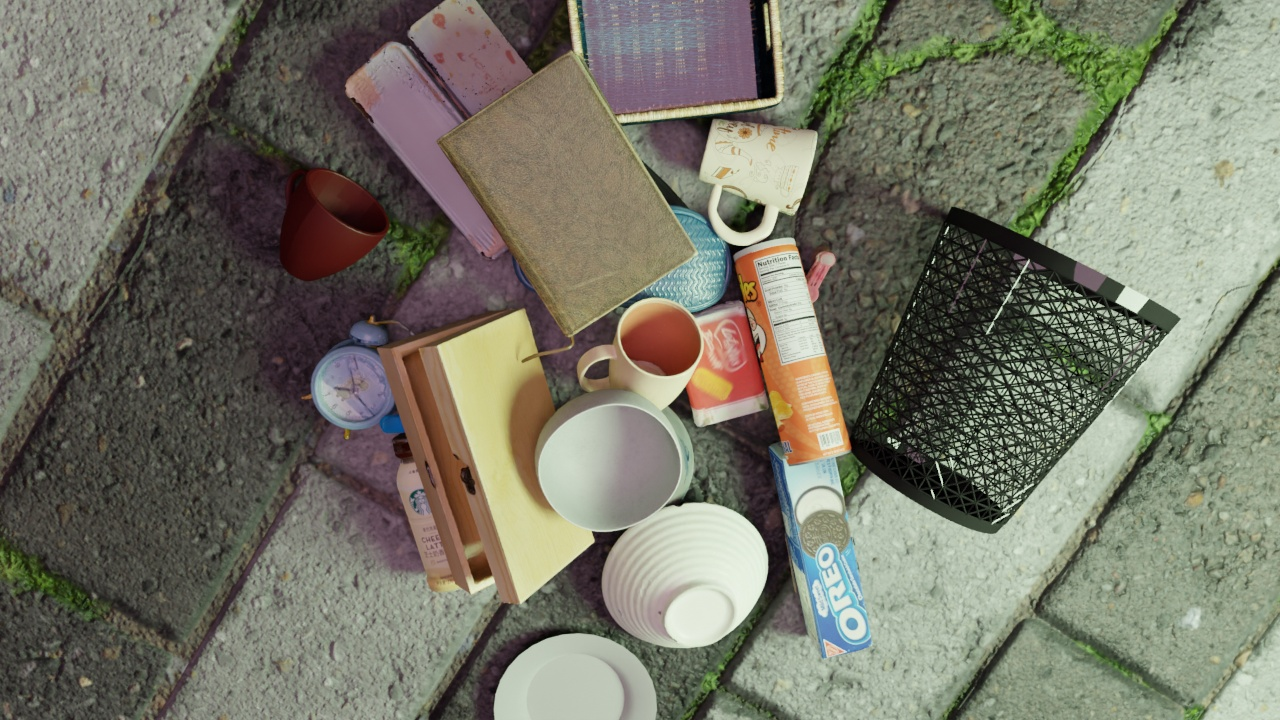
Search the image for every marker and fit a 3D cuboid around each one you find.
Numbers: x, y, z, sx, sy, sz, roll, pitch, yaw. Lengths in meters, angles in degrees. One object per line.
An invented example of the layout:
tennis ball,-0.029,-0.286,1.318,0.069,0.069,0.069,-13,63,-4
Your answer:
marker,-0.195,0.059,0.902,0.122,0.015,0.018,-1,113,-31

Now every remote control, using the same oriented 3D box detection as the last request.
remote control,0.010,-0.163,0.900,0.039,0.010,0.125,-41,100,4

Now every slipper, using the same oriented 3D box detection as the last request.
slipper,-0.016,-0.102,0.883,0.213,0.059,0.104,3,104,-10

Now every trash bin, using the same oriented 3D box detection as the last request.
trash bin,0.327,0.015,0.862,0.217,0.216,0.243,25,104,-8

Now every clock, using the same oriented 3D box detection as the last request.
clock,-0.265,0.014,0.894,0.124,0.051,0.089,-43,98,5

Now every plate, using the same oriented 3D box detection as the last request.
plate,-0.069,0.371,0.988,0.173,0.019,0.173,-1,100,-4

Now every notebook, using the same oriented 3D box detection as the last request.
notebook,-0.078,-0.131,0.820,0.190,0.034,0.215,-33,105,3

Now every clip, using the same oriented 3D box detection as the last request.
clip,0.175,-0.084,0.924,0.022,0.038,0.059,31,98,-5

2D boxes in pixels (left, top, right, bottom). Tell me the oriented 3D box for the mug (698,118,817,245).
mug,0.103,-0.169,0.872,0.097,0.081,0.122,14,91,1

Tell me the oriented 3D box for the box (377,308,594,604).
box,-0.131,0.085,0.865,0.140,0.123,0.249,-21,103,-28

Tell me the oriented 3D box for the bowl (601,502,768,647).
bowl,0.053,0.237,0.925,0.177,0.071,0.177,-4,114,-9

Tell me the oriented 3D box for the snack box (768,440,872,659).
snack box,0.186,0.192,0.953,0.059,0.059,0.226,-13,101,-5

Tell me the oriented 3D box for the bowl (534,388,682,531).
bowl,-0.031,0.086,0.852,0.131,0.064,0.132,-3,113,-7

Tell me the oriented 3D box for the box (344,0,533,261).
box,-0.153,-0.221,0.871,0.154,0.058,0.216,-38,100,5

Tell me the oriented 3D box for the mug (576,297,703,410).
mug,-0.005,0.005,0.873,0.111,0.104,0.085,-7,63,-14

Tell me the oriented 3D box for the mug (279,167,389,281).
mug,-0.304,-0.128,0.861,0.089,0.087,0.114,-44,72,22

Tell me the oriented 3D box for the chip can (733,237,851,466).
chip can,0.145,-0.008,0.883,0.062,0.062,0.210,-14,85,-1

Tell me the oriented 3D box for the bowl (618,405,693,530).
bowl,-0.016,0.109,0.925,0.150,0.056,0.151,-1,101,-4

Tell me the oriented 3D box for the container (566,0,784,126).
container,0.030,-0.296,0.846,0.187,0.071,0.145,-7,101,-2

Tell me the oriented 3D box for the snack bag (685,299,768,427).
snack bag,0.079,0.004,0.922,0.077,0.036,0.116,-15,101,0

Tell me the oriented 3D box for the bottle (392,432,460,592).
bottle,-0.206,0.148,0.920,0.056,0.056,0.162,-14,101,-1
